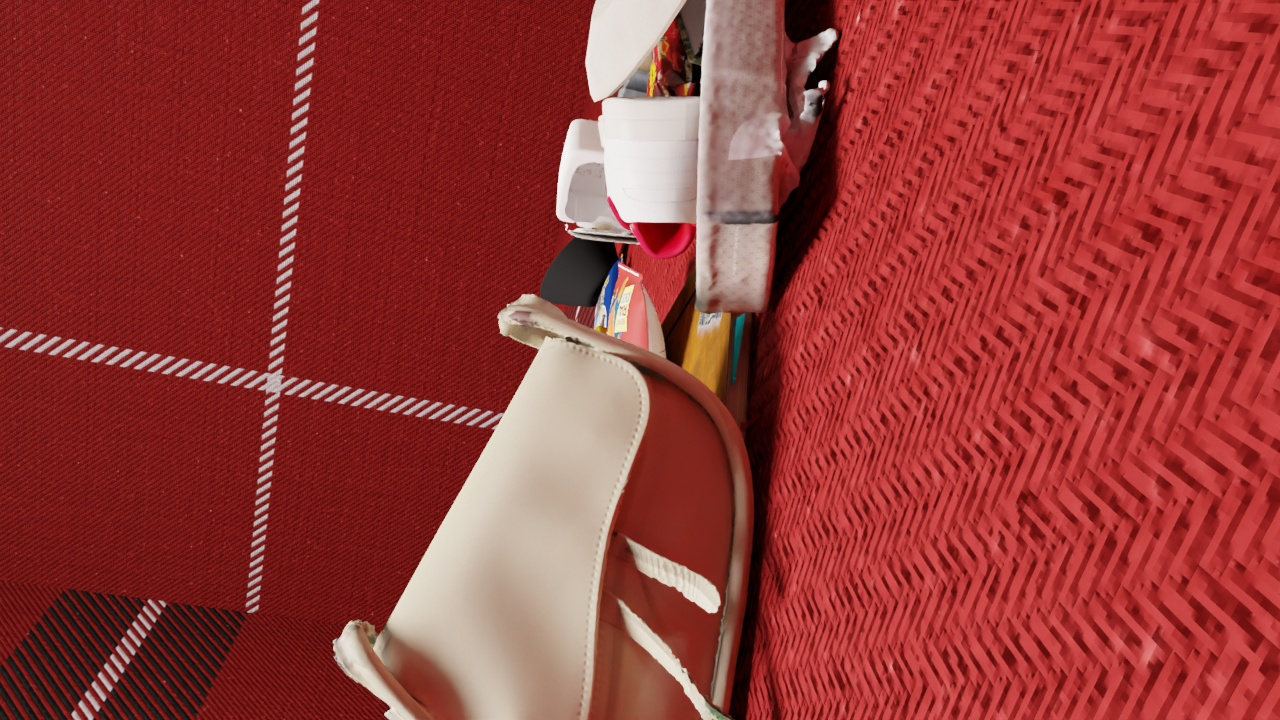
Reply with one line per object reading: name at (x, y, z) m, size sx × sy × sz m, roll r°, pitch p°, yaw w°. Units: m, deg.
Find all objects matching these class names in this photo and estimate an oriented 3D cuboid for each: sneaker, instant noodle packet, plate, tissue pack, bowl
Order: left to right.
bowl at (-0.061, -0.103, 1.130) m, size 0.124 × 0.052 × 0.124 m, roll -44°, pitch -15°, yaw -16°
instant noodle packet at (-0.035, -0.048, 1.064) m, size 0.087 × 0.026 × 0.134 m, roll 115°, pitch 163°, yaw -47°
plate at (0.009, -0.248, 0.558) m, size 0.189 × 0.027 × 0.188 m, roll -51°, pitch 23°, yaw 31°
sneaker at (0.014, -0.130, 0.677) m, size 0.236 × 0.090 × 0.104 m, roll -98°, pitch 7°, yaw -80°
instant noodle packet at (0.024, -0.229, 0.815) m, size 0.136 × 0.039 × 0.098 m, roll 94°, pitch 180°, yaw -57°
tissue pack at (0.062, -0.125, 0.488) m, size 0.104 × 0.071 × 0.181 m, roll 85°, pitch -168°, yaw -61°

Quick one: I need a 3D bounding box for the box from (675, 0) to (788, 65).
box at (0.061, -0.291, 0.629) m, size 0.205 × 0.050 × 0.118 m, roll -100°, pitch 27°, yaw -46°

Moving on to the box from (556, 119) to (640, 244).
box at (-0.028, -0.151, 0.890) m, size 0.103 × 0.110 × 0.129 m, roll 110°, pitch 168°, yaw -46°

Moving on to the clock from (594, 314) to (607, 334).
clock at (-0.044, 0.034, 0.954) m, size 0.113 × 0.052 × 0.152 m, roll -110°, pitch 35°, yaw -72°

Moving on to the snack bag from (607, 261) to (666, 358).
snack bag at (-0.004, 0.004, 0.669) m, size 0.131 × 0.039 × 0.144 m, roll -129°, pitch 37°, yaw -78°

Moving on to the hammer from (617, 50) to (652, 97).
hammer at (0.005, -0.328, 0.849) m, size 0.323 × 0.051 × 0.117 m, roll 76°, pitch -151°, yaw -83°

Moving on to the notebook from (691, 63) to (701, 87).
notebook at (0.075, -0.332, 0.751) m, size 0.149 × 0.016 × 0.207 m, roll -109°, pitch 31°, yaw -74°

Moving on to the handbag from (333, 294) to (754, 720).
handbag at (-0.026, 0.098, 0.433) m, size 0.228 × 0.184 × 0.132 m, roll -65°, pitch 7°, yaw -18°

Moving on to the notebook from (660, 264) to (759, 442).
notebook at (0.035, 0.006, 0.622) m, size 0.250 × 0.014 × 0.178 m, roll 120°, pitch 158°, yaw -64°
